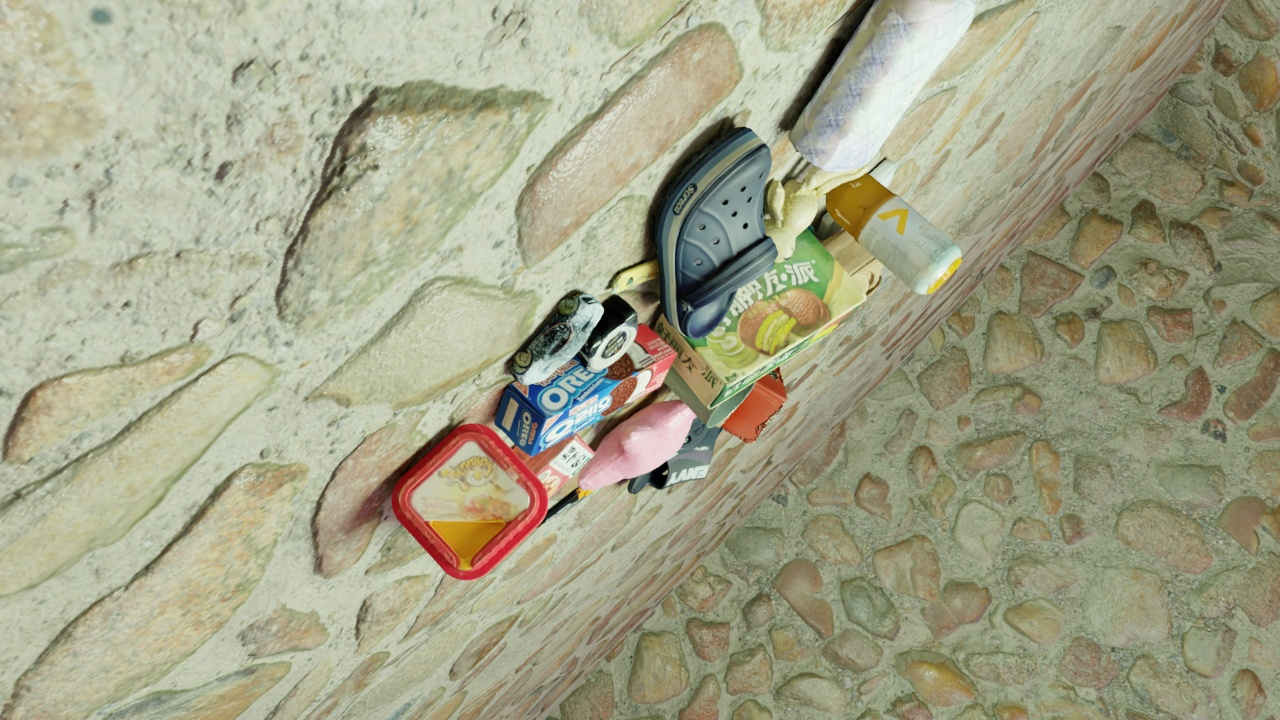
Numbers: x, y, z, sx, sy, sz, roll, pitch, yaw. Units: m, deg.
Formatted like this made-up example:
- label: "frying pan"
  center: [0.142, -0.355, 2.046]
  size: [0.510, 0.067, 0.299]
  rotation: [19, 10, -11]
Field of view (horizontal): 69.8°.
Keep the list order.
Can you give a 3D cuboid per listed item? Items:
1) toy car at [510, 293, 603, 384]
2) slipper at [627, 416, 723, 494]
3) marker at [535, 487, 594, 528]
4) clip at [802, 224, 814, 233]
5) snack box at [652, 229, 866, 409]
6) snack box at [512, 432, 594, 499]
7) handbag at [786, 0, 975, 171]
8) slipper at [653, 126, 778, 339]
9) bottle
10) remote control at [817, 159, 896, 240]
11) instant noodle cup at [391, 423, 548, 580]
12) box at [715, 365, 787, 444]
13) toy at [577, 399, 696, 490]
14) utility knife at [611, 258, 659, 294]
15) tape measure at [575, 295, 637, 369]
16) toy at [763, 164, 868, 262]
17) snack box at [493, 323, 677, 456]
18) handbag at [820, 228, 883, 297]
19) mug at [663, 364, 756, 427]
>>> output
- label: "toy car"
  center: [-0.074, -0.016, 0.829]
  size: [0.106, 0.031, 0.049]
  rotation: [-48, 161, 9]
- label: "slipper"
  center: [0.092, 0.131, 1.442]
  size: [0.267, 0.083, 0.111]
  rotation: [-37, 159, -29]
- label: "marker"
  center: [-0.097, 0.193, 1.262]
  size: [0.123, 0.015, 0.018]
  rotation: [-33, 154, -30]
- label: "clip"
  center: [0.209, -0.154, 1.188]
  size: [0.038, 0.013, 0.056]
  rotation: [-36, 159, -30]
- label: "snack box"
  center: [0.138, -0.051, 1.053]
  size: [0.239, 0.114, 0.063]
  rotation: [-30, 163, -28]
- label: "snack box"
  center: [-0.111, 0.123, 1.027]
  size: [0.113, 0.044, 0.127]
  rotation: [-44, 163, -3]
- label: "handbag"
  center: [0.233, -0.276, 0.872]
  size: [0.133, 0.075, 0.194]
  rotation: [-22, 150, -50]
- label: "slipper"
  center: [0.075, -0.097, 0.864]
  size: [0.104, 0.095, 0.253]
  rotation: [-39, 156, -28]
- label: "bottle"
  center: [0.272, -0.155, 1.034]
  size: [0.068, 0.189, 0.068]
  rotation: [-39, 162, -16]
- label: "remote control"
  center: [0.287, -0.213, 1.220]
  size: [0.135, 0.020, 0.056]
  rotation: [-42, 163, -13]
- label: "instant noodle cup"
  center: [-0.154, 0.134, 0.865]
  size: [0.116, 0.116, 0.124]
  rotation: [-43, 173, -9]
- label: "box"
  center: [0.146, 0.038, 1.234]
  size: [0.091, 0.079, 0.168]
  rotation: [-54, -167, 23]
- label: "toy"
  center: [-0.007, 0.115, 1.204]
  size: [0.194, 0.074, 0.179]
  rotation: [-27, 165, -36]
- label: "utility knife"
  center: [0.021, -0.093, 0.907]
  size: [0.151, 0.018, 0.031]
  rotation: [-22, 145, -43]
- label: "tape measure"
  center: [-0.036, -0.024, 0.895]
  size: [0.065, 0.033, 0.066]
  rotation: [-37, 158, -20]
- label: "toy"
  center: [0.179, -0.169, 1.002]
  size: [0.157, 0.066, 0.105]
  rotation: [-44, 158, 16]
- label: "snack box"
  center: [-0.051, 0.026, 0.931]
  size: [0.206, 0.057, 0.058]
  rotation: [-26, 151, -45]
- label: "handbag"
  center: [0.231, -0.089, 1.208]
  size: [0.205, 0.100, 0.147]
  rotation: [-36, 170, 10]
- label: "mug"
  center: [0.070, 0.015, 1.099]
  size: [0.084, 0.103, 0.124]
  rotation: [-48, 161, 7]
